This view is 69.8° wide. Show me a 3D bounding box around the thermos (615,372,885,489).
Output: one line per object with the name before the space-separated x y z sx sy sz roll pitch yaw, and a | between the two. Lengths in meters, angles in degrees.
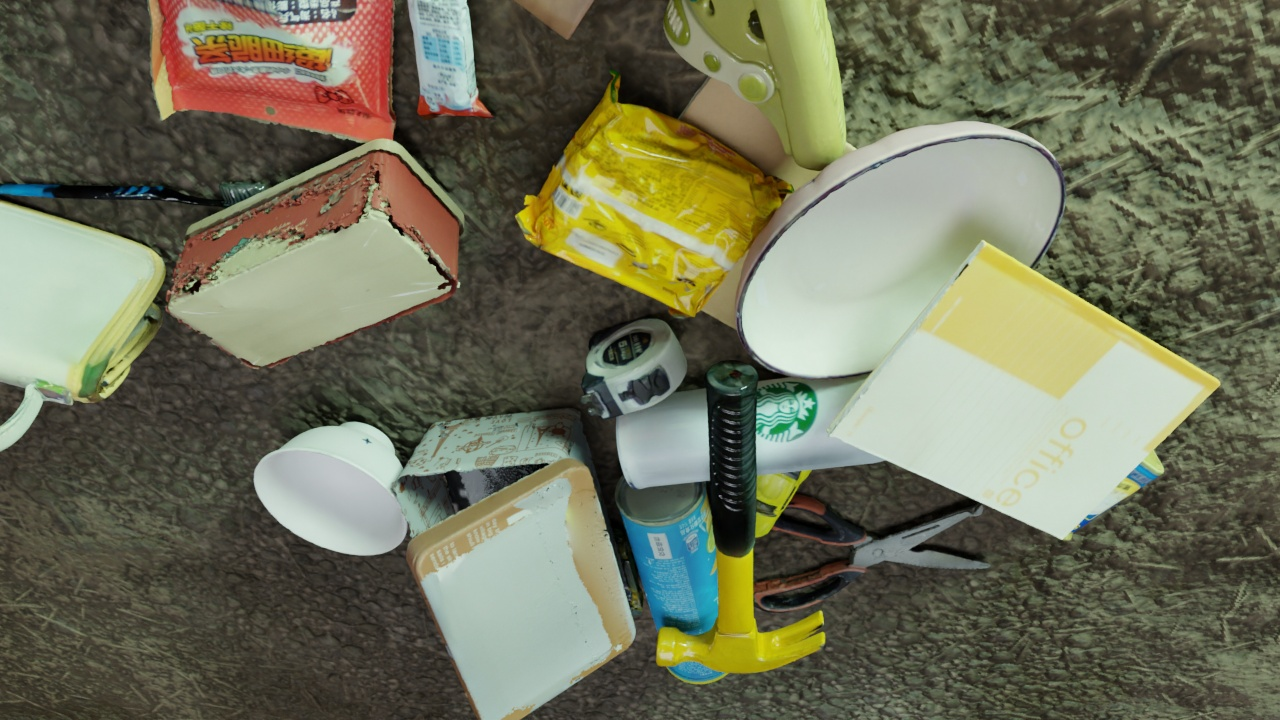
thermos | 0.098 0.043 0.624 0.224 0.073 0.073 -8 128 16

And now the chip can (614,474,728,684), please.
chip can | 0.034 0.174 0.747 0.071 0.071 0.210 -6 128 10

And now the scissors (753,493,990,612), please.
scissors | 0.173 0.160 0.757 0.225 0.015 0.189 16 129 -8

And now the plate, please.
plate | 0.140 -0.062 0.521 0.192 0.039 0.193 -13 145 -9

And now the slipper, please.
slipper | 0.049 -0.171 0.448 0.082 0.091 0.191 -13 131 19

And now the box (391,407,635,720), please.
box | -0.088 0.154 0.658 0.150 0.165 0.182 -7 117 13

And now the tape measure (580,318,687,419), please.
tape measure | -0.004 0.004 0.610 0.066 0.065 0.033 -16 125 19

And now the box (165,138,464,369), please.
box | -0.199 -0.055 0.560 0.169 0.078 0.091 -19 142 19

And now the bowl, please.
bowl | -0.222 0.087 0.697 0.118 0.064 0.118 8 132 9

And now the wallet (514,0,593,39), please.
wallet | -0.046 -0.233 0.449 0.101 0.020 0.116 31 123 -19

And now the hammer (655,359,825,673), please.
hammer | 0.066 0.124 0.632 0.129 0.032 0.301 0 130 7

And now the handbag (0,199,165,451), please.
handbag | -0.403 -0.016 0.561 0.163 0.178 0.063 18 134 -11

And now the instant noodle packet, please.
instant noodle packet | 0.006 -0.091 0.533 0.128 0.044 0.111 26 120 -21

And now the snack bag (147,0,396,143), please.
snack bag | -0.184 -0.205 0.460 0.128 0.073 0.208 4 136 -15

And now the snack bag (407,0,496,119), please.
snack bag | -0.106 -0.170 0.496 0.048 0.026 0.104 2 139 3

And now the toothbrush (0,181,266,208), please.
toothbrush | -0.327 -0.108 0.582 0.189 0.014 0.016 3 129 4

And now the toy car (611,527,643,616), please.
toy car | -0.023 0.178 0.776 0.043 0.036 0.091 -6 121 14

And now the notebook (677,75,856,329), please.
notebook | 0.092 -0.074 0.575 0.207 0.008 0.148 28 126 -17

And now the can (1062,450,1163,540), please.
can | 0.296 0.069 0.644 0.102 0.057 0.083 30 123 -19

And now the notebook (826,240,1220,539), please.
notebook | 0.237 0.028 0.564 0.206 0.010 0.146 24 116 -21

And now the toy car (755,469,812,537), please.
toy car | 0.092 0.096 0.691 0.048 0.032 0.105 26 120 -4
